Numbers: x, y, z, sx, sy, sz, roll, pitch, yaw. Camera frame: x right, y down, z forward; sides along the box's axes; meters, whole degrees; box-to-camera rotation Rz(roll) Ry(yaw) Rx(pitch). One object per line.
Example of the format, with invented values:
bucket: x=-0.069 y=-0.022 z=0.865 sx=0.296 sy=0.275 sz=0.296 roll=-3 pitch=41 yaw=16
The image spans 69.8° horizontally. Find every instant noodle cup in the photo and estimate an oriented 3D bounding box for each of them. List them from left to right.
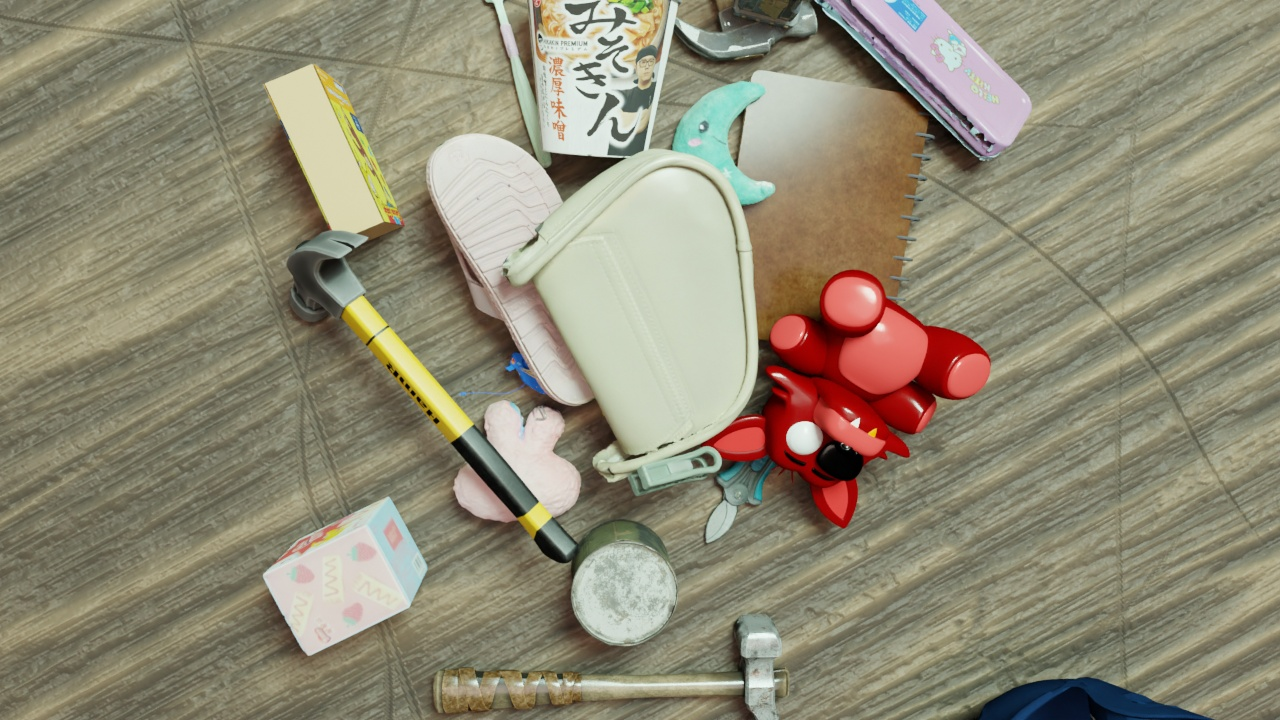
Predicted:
instant noodle cup: x=-0.034 y=-0.227 z=0.733 sx=0.123 sy=0.123 sz=0.122 roll=3 pitch=105 yaw=-5

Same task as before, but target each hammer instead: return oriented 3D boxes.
hammer: x=-0.158 y=0.034 z=0.718 sx=0.034 sy=0.170 sz=0.324 roll=-42 pitch=96 yaw=-28
hammer: x=-0.023 y=-0.324 z=0.701 sx=0.322 sy=0.098 sz=0.044 roll=12 pitch=94 yaw=-4
hammer: x=-0.025 y=0.296 z=0.827 sx=0.319 sy=0.049 sz=0.121 roll=-1 pitch=99 yaw=-3
hammer: x=0.042 y=-0.411 z=0.755 sx=0.119 sy=0.030 sz=0.331 roll=-19 pitch=98 yaw=-2

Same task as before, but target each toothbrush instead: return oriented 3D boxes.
toothbrush: x=-0.101 y=-0.238 z=0.772 sx=0.022 sy=0.015 sz=0.155 roll=-16 pitch=98 yaw=-1

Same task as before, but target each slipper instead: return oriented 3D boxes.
slipper: x=-0.095 y=-0.074 z=0.760 sx=0.094 sy=0.064 sz=0.239 roll=-32 pitch=104 yaw=-21

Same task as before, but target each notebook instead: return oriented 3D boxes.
notebook: x=0.160 y=-0.125 z=0.799 sx=0.167 sy=0.024 sz=0.225 roll=8 pitch=96 yaw=-4

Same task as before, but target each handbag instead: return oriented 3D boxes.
handbag: x=0.002 y=-0.043 z=0.739 sx=0.184 sy=0.132 sz=0.229 roll=-26 pitch=108 yaw=-4

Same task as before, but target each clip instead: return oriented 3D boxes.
clip: x=0.028 y=0.086 z=0.720 sx=0.076 sy=0.044 sz=0.023 roll=-10 pitch=71 yaw=-34

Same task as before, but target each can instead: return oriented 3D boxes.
can: x=-0.016 y=0.191 z=0.799 sx=0.090 sy=0.074 sz=0.090 roll=0 pitch=95 yaw=-4

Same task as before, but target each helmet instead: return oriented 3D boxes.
helmet: x=0.353 y=0.387 z=0.768 sx=0.271 sy=0.224 sz=0.232 roll=-2 pitch=82 yaw=-33

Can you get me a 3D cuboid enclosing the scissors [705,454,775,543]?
scissors: x=0.094 y=0.095 z=0.823 sx=0.136 sy=0.019 sz=0.138 roll=-20 pitch=99 yaw=0

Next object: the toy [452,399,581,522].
toy: x=-0.104 y=0.088 z=0.794 sx=0.108 sy=0.053 sz=0.105 roll=5 pitch=85 yaw=-2

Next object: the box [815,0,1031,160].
box: x=0.238 y=-0.260 z=0.771 sx=0.214 sy=0.033 sz=0.076 roll=41 pitch=62 yaw=-8

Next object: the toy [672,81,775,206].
toy: x=0.067 y=-0.180 z=0.772 sx=0.085 sy=0.033 sz=0.105 roll=-5 pitch=88 yaw=19

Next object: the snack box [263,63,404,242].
snack box: x=-0.241 y=-0.160 z=0.733 sx=0.040 sy=0.088 sz=0.126 roll=-23 pitch=98 yaw=-2

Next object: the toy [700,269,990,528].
toy: x=0.167 y=0.033 z=0.755 sx=0.158 sy=0.120 sz=0.197 roll=29 pitch=105 yaw=-15

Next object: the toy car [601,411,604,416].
toy car: x=-0.005 y=0.005 z=0.799 sx=0.048 sy=0.033 sz=0.105 roll=10 pitch=95 yaw=-4

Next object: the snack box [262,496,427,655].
snack box: x=-0.244 y=0.177 z=0.770 sx=0.095 sy=0.093 sz=0.079 roll=-26 pitch=97 yaw=-1

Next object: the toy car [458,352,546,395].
toy car: x=-0.100 y=0.028 z=0.791 sx=0.092 sy=0.033 sz=0.062 roll=34 pitch=86 yaw=-7
